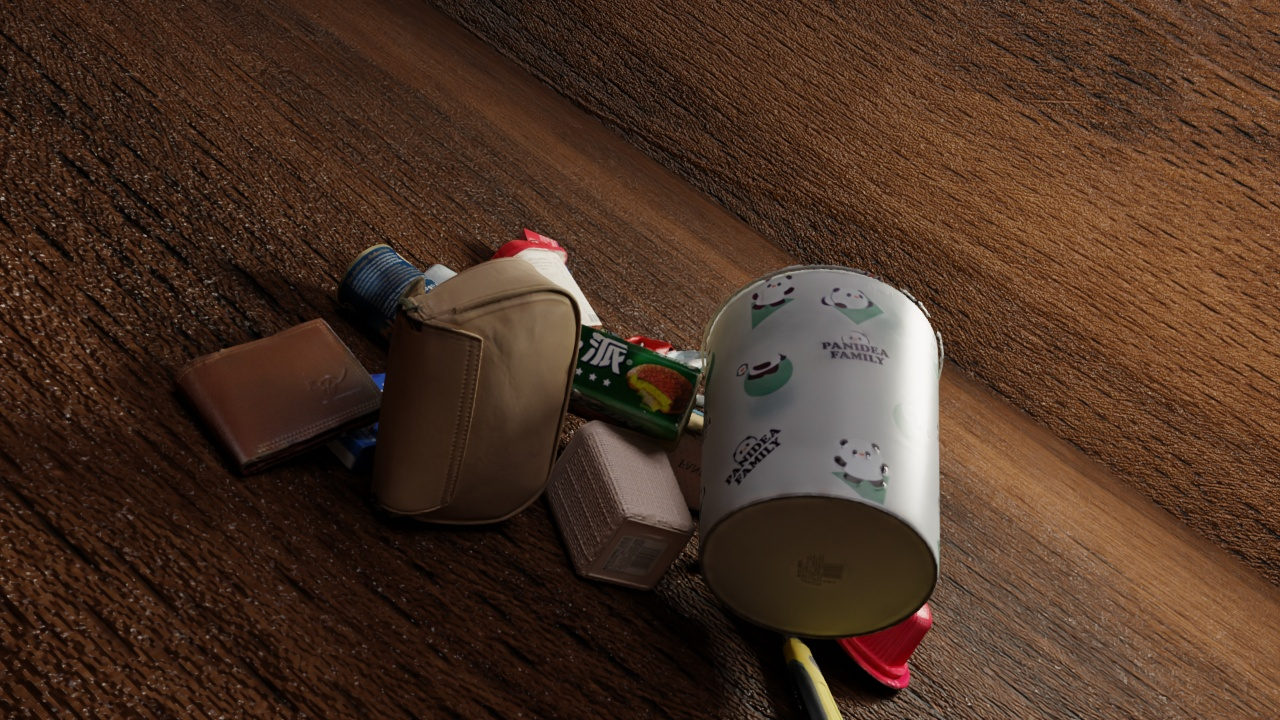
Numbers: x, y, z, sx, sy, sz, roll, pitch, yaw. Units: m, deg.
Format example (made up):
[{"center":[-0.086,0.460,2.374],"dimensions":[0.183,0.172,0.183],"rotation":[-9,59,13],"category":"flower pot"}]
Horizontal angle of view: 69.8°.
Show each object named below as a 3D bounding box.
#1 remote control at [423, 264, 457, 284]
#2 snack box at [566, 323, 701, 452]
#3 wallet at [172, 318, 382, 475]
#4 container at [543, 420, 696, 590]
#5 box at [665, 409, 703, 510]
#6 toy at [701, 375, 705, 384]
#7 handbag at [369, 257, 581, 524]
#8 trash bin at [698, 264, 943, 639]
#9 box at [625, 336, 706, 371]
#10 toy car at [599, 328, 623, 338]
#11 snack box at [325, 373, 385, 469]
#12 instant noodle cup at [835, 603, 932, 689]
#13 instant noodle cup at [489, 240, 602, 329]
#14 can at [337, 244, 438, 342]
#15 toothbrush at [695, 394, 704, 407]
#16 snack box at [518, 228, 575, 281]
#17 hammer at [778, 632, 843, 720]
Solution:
[{"center":[-0.232,-0.078,1.054],"dimensions":[0.056,0.020,0.135],"rotation":[31,18,-7],"category":"remote control"},{"center":[-0.066,0.007,0.845],"dimensions":[0.240,0.063,0.114],"rotation":[21,-14,6],"category":"snack box"},{"center":[-0.262,0.025,0.678],"dimensions":[0.101,0.032,0.124],"rotation":[44,43,20],"category":"wallet"},{"center":[-0.018,0.126,0.780],"dimensions":[0.089,0.090,0.111],"rotation":[21,25,-31],"category":"container"},{"center":[0.057,0.103,0.957],"dimensions":[0.184,0.090,0.059],"rotation":[26,18,-24],"category":"box"},{"center":[0.164,0.086,1.169],"dimensions":[0.227,0.090,0.246],"rotation":[30,19,-17],"category":"toy"},{"center":[-0.127,0.024,0.688],"dimensions":[0.147,0.205,0.100],"rotation":[-7,30,-43],"category":"handbag"},{"center":[0.152,0.082,0.795],"dimensions":[0.229,0.230,0.251],"rotation":[28,41,-12],"category":"trash bin"},{"center":[-0.006,0.006,1.025],"dimensions":[0.158,0.038,0.200],"rotation":[10,14,32],"category":"box"},{"center":[-0.039,-0.001,1.148],"dimensions":[0.049,0.031,0.105],"rotation":[26,30,-14],"category":"toy car"},{"center":[-0.206,0.046,0.771],"dimensions":[0.084,0.026,0.156],"rotation":[40,20,21],"category":"snack box"},{"center":[0.215,0.218,0.889],"dimensions":[0.194,0.066,0.193],"rotation":[43,16,-16],"category":"instant noodle cup"},{"center":[-0.120,-0.061,1.067],"dimensions":[0.124,0.116,0.116],"rotation":[51,24,17],"category":"instant noodle cup"},{"center":[-0.231,-0.053,0.904],"dimensions":[0.111,0.075,0.075],"rotation":[37,19,12],"category":"can"},{"center":[0.048,0.044,1.207],"dimensions":[0.191,0.016,0.018],"rotation":[15,15,-41],"category":"toothbrush"},{"center":[-0.132,-0.110,1.242],"dimensions":[0.058,0.057,0.207],"rotation":[20,22,-24],"category":"snack box"},{"center":[0.134,0.259,0.773],"dimensions":[0.126,0.032,0.323],"rotation":[25,20,-22],"category":"hammer"}]
